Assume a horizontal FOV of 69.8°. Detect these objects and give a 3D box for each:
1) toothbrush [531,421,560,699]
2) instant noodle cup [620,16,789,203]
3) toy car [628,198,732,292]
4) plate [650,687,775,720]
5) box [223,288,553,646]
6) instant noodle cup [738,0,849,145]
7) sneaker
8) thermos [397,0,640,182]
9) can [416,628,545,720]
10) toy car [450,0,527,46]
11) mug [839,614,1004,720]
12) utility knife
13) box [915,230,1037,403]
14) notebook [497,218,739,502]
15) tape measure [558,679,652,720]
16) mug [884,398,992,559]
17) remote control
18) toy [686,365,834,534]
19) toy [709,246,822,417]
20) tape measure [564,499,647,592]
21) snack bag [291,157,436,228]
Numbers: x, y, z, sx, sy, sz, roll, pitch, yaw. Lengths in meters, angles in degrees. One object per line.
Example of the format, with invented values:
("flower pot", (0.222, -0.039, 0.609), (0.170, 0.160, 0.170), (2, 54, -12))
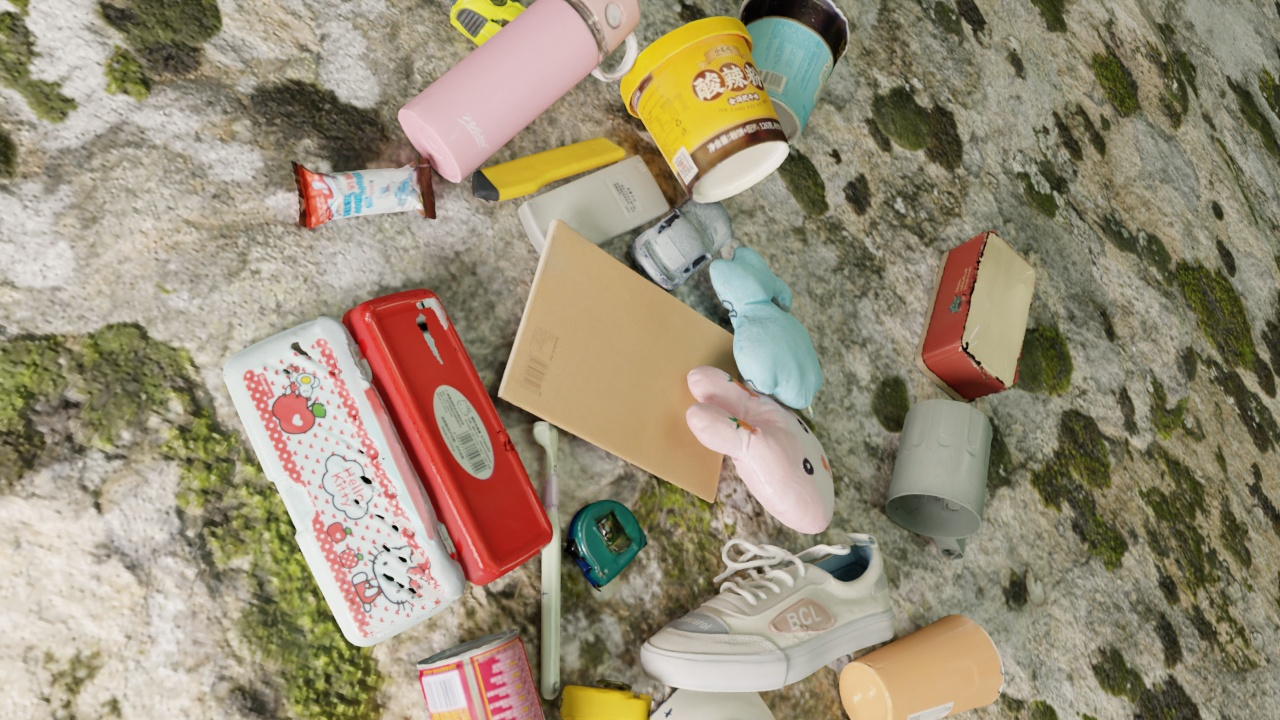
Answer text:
("toothbrush", (-0.065, 0.137, 0.643), (0.029, 0.020, 0.189), (28, 56, -61))
("instant noodle cup", (0.059, -0.204, 0.771), (0.118, 0.119, 0.114), (-16, 76, -36))
("toy car", (0.039, -0.104, 0.784), (0.054, 0.037, 0.120), (52, 50, -6))
("plate", (0.059, 0.317, 0.653), (0.163, 0.034, 0.164), (-33, 93, -37))
("box", (-0.155, 0.060, 0.588), (0.159, 0.065, 0.201), (-25, 88, -33))
("instant noodle cup", (0.129, -0.268, 0.865), (0.111, 0.111, 0.120), (29, 68, -22))
("sneaker", (0.105, 0.181, 0.691), (0.241, 0.090, 0.090), (-2, 90, -38))
("thermos", (-0.081, -0.212, 0.692), (0.198, 0.067, 0.087), (-44, 132, -18))
("can", (-0.093, 0.221, 0.564), (0.066, 0.067, 0.093), (-12, 81, -36))
("toy car", (-0.102, -0.260, 0.736), (0.105, 0.048, 0.032), (20, 65, -27))
("mug", (0.230, 0.265, 0.762), (0.122, 0.078, 0.078), (-8, 78, -30))
("utility knife", (-0.073, -0.153, 0.736), (0.153, 0.015, 0.033), (-26, 69, -37))
("box", (0.357, -0.047, 0.948), (0.091, 0.078, 0.168), (36, 58, -18))
("notebook", (-0.004, 0.004, 0.716), (0.211, 0.012, 0.149), (30, 60, -31))
("tape measure", (-0.021, 0.229, 0.615), (0.060, 0.057, 0.028), (4, 69, 10))
("mug", (0.284, 0.111, 0.854), (0.124, 0.084, 0.103), (52, 47, -42))
("remote control", (-0.036, -0.123, 0.750), (0.134, 0.019, 0.056), (-32, 93, -37))
("toy", (0.098, 0.069, 0.733), (0.159, 0.054, 0.121), (37, 29, -22))
("toy", (0.110, -0.024, 0.780), (0.156, 0.050, 0.161), (51, 33, 4))
("tape measure", (-0.025, 0.129, 0.667), (0.058, 0.025, 0.054), (-40, 98, -37))
("snack bag", (-0.191, -0.118, 0.642), (0.104, 0.026, 0.048), (-9, 92, -35))
